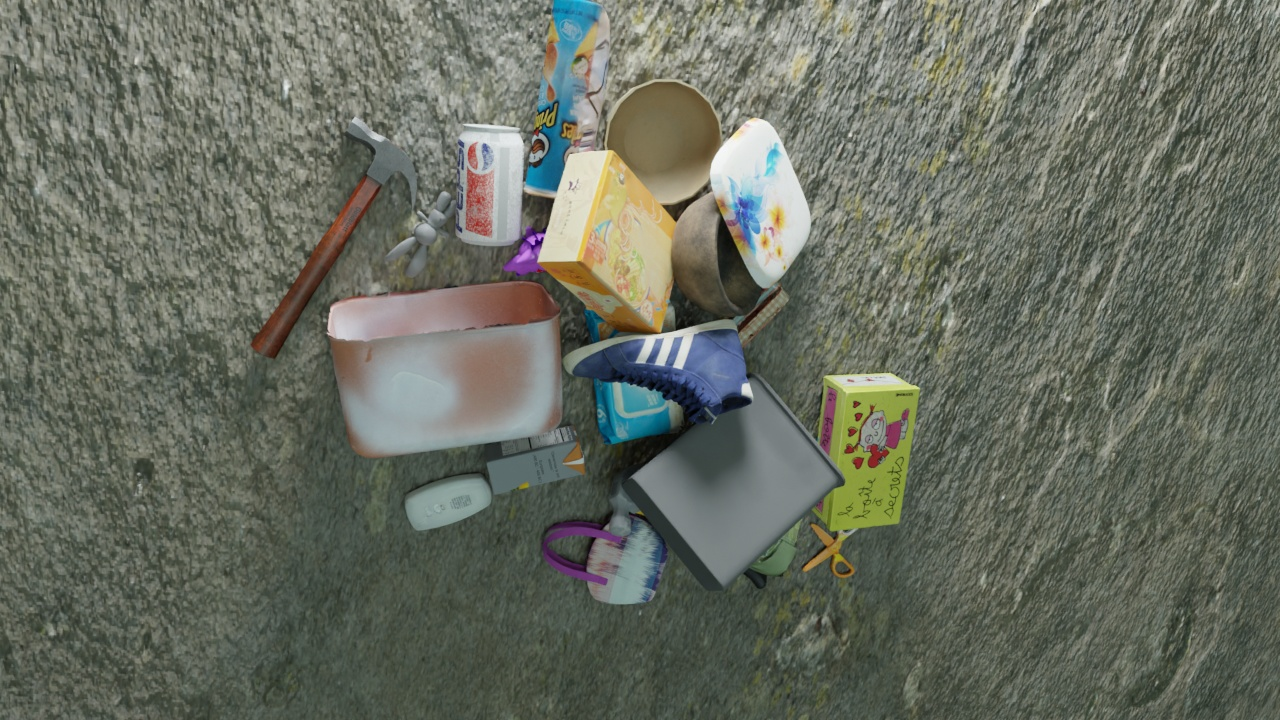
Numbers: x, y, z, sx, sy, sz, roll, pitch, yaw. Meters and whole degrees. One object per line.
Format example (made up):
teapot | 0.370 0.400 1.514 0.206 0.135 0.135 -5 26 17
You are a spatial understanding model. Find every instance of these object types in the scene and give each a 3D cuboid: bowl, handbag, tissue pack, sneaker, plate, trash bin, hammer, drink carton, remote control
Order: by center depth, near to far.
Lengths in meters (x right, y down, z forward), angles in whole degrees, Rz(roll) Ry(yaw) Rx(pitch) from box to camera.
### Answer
hammer | -0.372 -0.131 1.096 0.111 0.028 0.301 33 96 -21
trash bin | -0.227 0.007 1.100 0.259 0.181 0.157 -8 111 -14
sneaker | 0.030 0.032 1.134 0.232 0.092 0.118 -11 71 -21
bowl | 0.023 -0.274 1.149 0.152 0.050 0.152 -5 108 -14
plate | 0.161 -0.203 1.164 0.186 0.016 0.187 -51 122 -42
bowl | 0.098 -0.136 1.171 0.070 0.161 0.162 1 114 30
trash bin | 0.120 0.159 1.202 0.219 0.098 0.192 -38 86 -18
drink carton | -0.140 0.131 1.221 0.124 0.076 0.048 -12 110 -7
tissue pack | -0.007 0.007 1.225 0.117 0.066 0.209 -11 108 -14
remote control | -0.257 0.188 1.229 0.114 0.028 0.060 -19 111 -9
handbag | -0.055 0.274 1.302 0.170 0.068 0.145 15 102 -13
hammer | 0.075 0.248 1.314 0.029 0.126 0.323 -31 130 32
handbag | 0.169 0.218 1.317 0.113 0.117 0.186 40 58 -56

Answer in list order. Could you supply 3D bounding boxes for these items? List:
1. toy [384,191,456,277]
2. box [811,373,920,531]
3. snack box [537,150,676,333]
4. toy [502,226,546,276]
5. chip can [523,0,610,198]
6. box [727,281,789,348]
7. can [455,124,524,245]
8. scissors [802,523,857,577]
toy | -0.261 -0.154 1.118 0.049 0.030 0.111 38 89 -37
box | 0.326 0.135 1.351 0.124 0.082 0.221 0 106 -16
snack box | -0.036 -0.135 1.099 0.195 0.081 0.145 39 60 -53
toy | -0.124 -0.137 1.133 0.106 0.088 0.056 -25 105 -7
chip can | -0.084 -0.307 1.097 0.079 0.080 0.230 6 105 -18
box | 0.131 -0.034 1.259 0.187 0.058 0.060 -44 154 2
can | -0.180 -0.210 1.097 0.078 0.078 0.136 0 107 -16
scissors | 0.305 0.289 1.431 0.129 0.011 0.125 -45 115 -1
